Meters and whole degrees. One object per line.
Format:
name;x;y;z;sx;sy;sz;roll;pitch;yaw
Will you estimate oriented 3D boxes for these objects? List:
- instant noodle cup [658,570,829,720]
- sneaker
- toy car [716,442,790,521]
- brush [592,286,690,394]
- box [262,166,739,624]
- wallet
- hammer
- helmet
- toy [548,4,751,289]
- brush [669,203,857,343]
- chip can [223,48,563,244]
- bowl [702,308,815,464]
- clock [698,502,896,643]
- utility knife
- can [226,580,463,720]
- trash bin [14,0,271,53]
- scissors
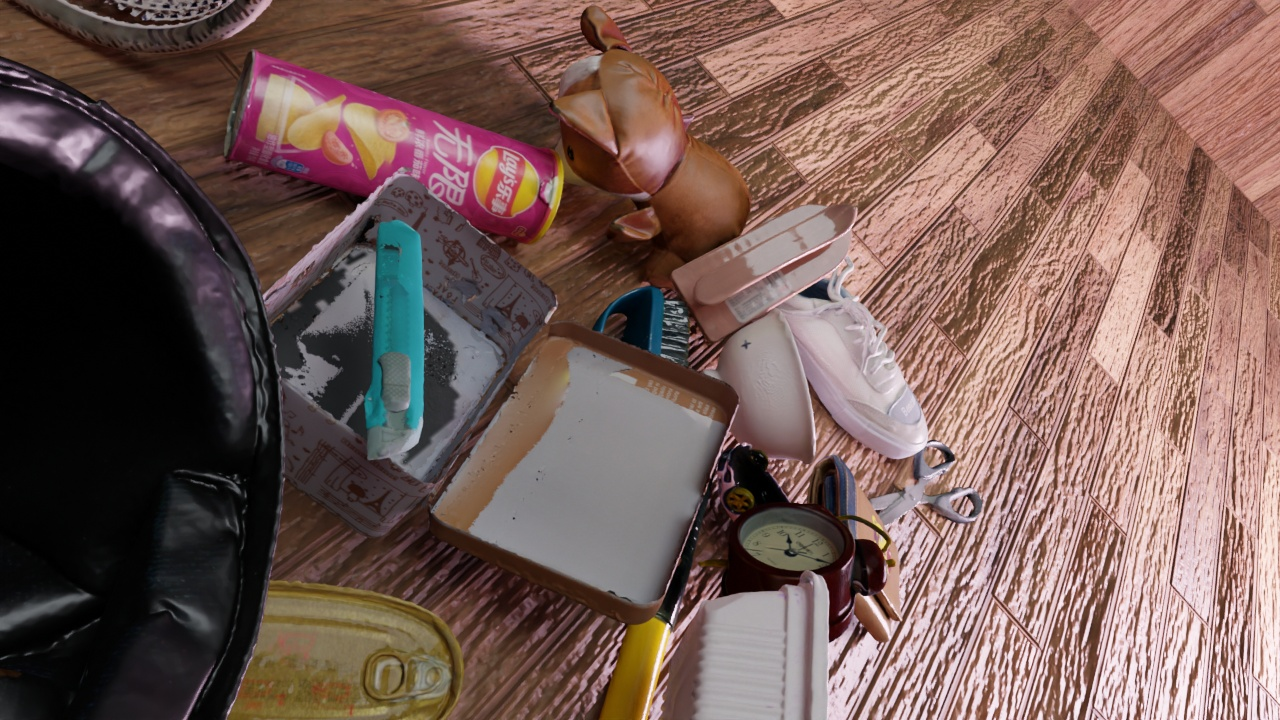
instant noodle cup;0.041;0.197;0.443;0.060;0.138;0.173;14;48;-2
sneaker;0.173;-0.024;0.781;0.242;0.091;0.089;46;43;-2
toy car;0.089;0.114;0.639;0.122;0.037;0.056;55;31;-13
brush;-0.004;0.004;0.644;0.073;0.055;0.143;21;48;-18
box;-0.084;0.026;0.525;0.260;0.105;0.178;37;43;-10
wallet;0.156;0.137;0.661;0.115;0.033;0.090;54;34;-33
hammer;0.006;0.158;0.552;0.128;0.033;0.299;35;43;-14
helmet;-0.260;0.056;0.256;0.314;0.241;0.247;-93;160;-44
toy;-0.003;-0.156;0.703;0.199;0.131;0.140;49;34;-46
brush;0.099;-0.074;0.700;0.145;0.073;0.063;-29;82;-8
chip can;-0.160;-0.137;0.614;0.210;0.072;0.071;12;52;-31
bowl;0.082;0.026;0.679;0.065;0.118;0.118;-13;61;-1
clock;0.101;0.126;0.565;0.121;0.055;0.082;-16;29;-28
utility knife;-0.123;-0.016;0.463;0.029;0.013;0.151;10;51;-26
can;-0.156;0.140;0.402;0.148;0.049;0.074;9;54;-19
trash bin;-0.293;-0.333;0.569;0.227;0.228;0.191;30;32;-17
scissors;0.230;0.111;0.785;0.168;0.014;0.155;26;48;-18
